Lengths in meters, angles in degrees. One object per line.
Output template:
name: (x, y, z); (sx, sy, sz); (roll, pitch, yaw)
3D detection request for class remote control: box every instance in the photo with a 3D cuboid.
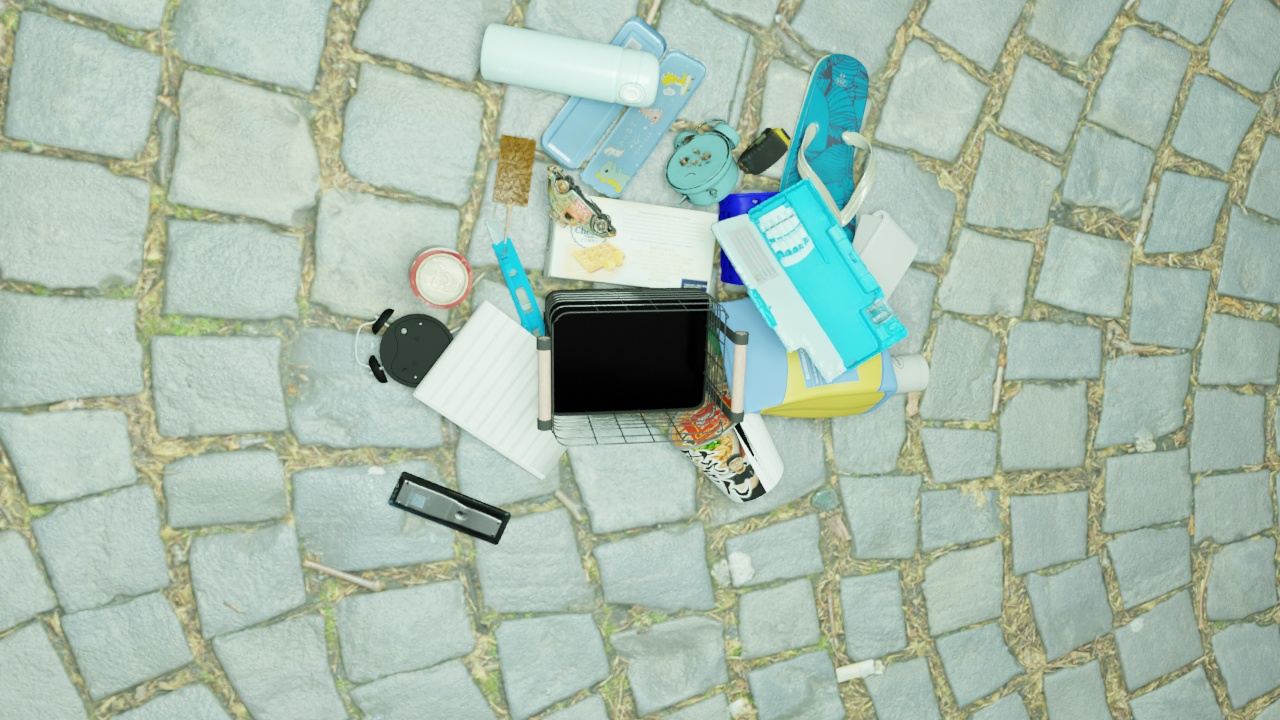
remote control: (-0.240, 0.189, 1.161); (0.150, 0.022, 0.047); (24, 92, -16)

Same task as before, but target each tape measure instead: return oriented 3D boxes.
tape measure: (0.158, -0.269, 1.176); (0.067, 0.062, 0.038); (-43, 104, -4)

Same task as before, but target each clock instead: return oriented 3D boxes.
clock: (-0.283, -0.015, 1.112); (0.120, 0.042, 0.091); (5, 96, -14)
clock: (0.080, -0.249, 1.144); (0.053, 0.090, 0.124); (45, 51, -48)

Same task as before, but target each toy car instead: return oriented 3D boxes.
toy car: (-0.078, -0.177, 1.080); (0.047, 0.047, 0.112); (-42, 99, 17)

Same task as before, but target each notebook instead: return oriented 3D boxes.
notebook: (-0.157, 0.041, 1.143); (0.209, 0.009, 0.142); (39, 87, -29)

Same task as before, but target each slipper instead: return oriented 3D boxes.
slipper: (0.248, -0.255, 1.203); (0.118, 0.060, 0.295); (7, 96, -11)

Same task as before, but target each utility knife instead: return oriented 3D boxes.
utility knife: (-0.155, -0.094, 1.148); (0.031, 0.015, 0.175); (-24, 101, -14)

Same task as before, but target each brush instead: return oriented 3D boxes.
brush: (-0.156, -0.212, 1.125); (0.048, 0.017, 0.126); (7, 92, -15)

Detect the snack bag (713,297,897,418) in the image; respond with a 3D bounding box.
snack bag: (0.201, -0.010, 1.163); (0.205, 0.102, 0.158); (-3, 67, -14)

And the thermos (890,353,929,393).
thermos: (0.281, 0.027, 1.252); (0.224, 0.052, 0.052); (-6, 99, -13)

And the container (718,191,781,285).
container: (0.148, -0.157, 1.178); (0.085, 0.084, 0.113); (-5, 100, -12)

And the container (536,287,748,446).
container: (-0.006, 0.006, 1.094); (0.241, 0.130, 0.163); (-2, 107, -10)

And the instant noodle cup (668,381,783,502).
instant noodle cup: (0.120, 0.113, 1.197); (0.123, 0.123, 0.122); (-39, 114, -6)

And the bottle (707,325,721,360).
bottle: (0.069, -0.011, 1.200); (0.111, 0.043, 0.043); (-26, 103, -9)

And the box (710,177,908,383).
box: (0.192, -0.086, 1.086); (0.181, 0.072, 0.227); (-28, 84, -27)

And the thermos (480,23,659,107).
thermos: (-0.080, -0.346, 1.081); (0.207, 0.077, 0.065); (10, 133, -1)

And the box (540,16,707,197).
box: (-0.020, -0.310, 1.133); (0.127, 0.034, 0.209); (35, 84, -2)

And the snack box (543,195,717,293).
snack box: (-0.012, -0.145, 1.153); (0.207, 0.057, 0.104); (5, 95, -15)

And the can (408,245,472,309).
can: (-0.230, -0.097, 1.047); (0.067, 0.170, 0.067); (-2, 99, -14)

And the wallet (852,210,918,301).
wallet: (0.307, -0.137, 1.227); (0.115, 0.037, 0.118); (34, 89, -37)
